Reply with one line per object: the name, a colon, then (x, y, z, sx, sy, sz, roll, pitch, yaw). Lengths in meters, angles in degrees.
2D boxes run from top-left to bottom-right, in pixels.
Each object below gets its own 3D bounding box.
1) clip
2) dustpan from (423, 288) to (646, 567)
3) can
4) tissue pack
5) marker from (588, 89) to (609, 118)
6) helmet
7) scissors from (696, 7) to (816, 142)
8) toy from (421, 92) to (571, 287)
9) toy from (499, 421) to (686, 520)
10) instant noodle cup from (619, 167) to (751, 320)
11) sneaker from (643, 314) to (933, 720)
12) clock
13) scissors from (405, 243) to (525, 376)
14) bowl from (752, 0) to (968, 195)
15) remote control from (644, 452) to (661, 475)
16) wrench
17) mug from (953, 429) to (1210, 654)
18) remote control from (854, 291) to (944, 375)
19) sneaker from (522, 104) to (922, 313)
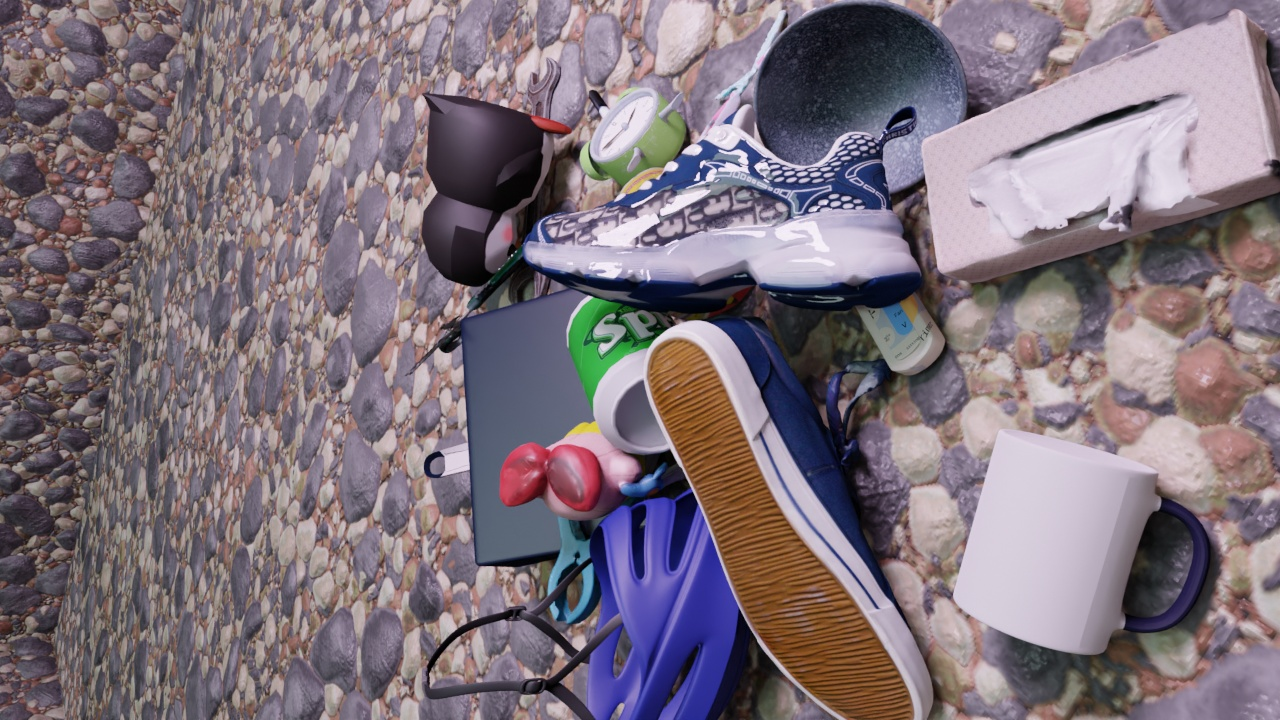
clip: (-0.041, 0.160, 0.756, 0.097, 0.026, 0.116, 7, 80, 28)
dustpan: (-0.113, 0.073, 0.871, 0.274, 0.080, 0.236, -14, 71, 21)
can: (-0.004, 0.004, 0.710, 0.088, 0.087, 0.139, -63, 26, 21)
tissue pack: (0.244, -0.107, 0.506, 0.182, 0.071, 0.103, -15, 72, 44)
marker: (-0.018, -0.214, 0.870, 0.011, 0.011, 0.152, -54, 48, 29)
helmet: (-0.033, 0.192, 0.663, 0.148, 0.227, 0.241, -151, 73, -76)
scissors: (0.083, -0.208, 0.688, 0.170, 0.013, 0.177, -60, 14, -18)
toy: (-0.171, -0.167, 0.922, 0.159, 0.140, 0.184, 32, 110, 53)
toy: (-0.028, 0.074, 0.718, 0.124, 0.131, 0.096, -12, 82, 40)
instant noodle cup: (0.030, -0.101, 0.739, 0.100, 0.100, 0.112, -64, 36, 21)
sneaker: (0.121, 0.095, 0.611, 0.121, 0.127, 0.294, -35, 79, 46)
clock: (-0.007, -0.196, 0.810, 0.094, 0.042, 0.119, -54, 35, -2)
scissors: (-0.170, -0.054, 0.957, 0.201, 0.015, 0.206, -46, 4, -11)
bowl: (0.149, -0.182, 0.618, 0.137, 0.137, 0.057, -39, 17, 39)
remote control: (-0.007, 0.066, 0.807, 0.074, 0.019, 0.151, 39, 113, 45)
wrench: (-0.112, -0.187, 0.976, 0.070, 0.010, 0.273, -2, 82, 49)
mug: (0.234, 0.098, 0.484, 0.112, 0.078, 0.097, 15, 97, 21)
remote control: (0.164, -0.046, 0.625, 0.038, 0.018, 0.125, -48, 49, 34)
sneaker: (0.049, -0.104, 0.616, 0.270, 0.103, 0.132, 1, 85, 21)
